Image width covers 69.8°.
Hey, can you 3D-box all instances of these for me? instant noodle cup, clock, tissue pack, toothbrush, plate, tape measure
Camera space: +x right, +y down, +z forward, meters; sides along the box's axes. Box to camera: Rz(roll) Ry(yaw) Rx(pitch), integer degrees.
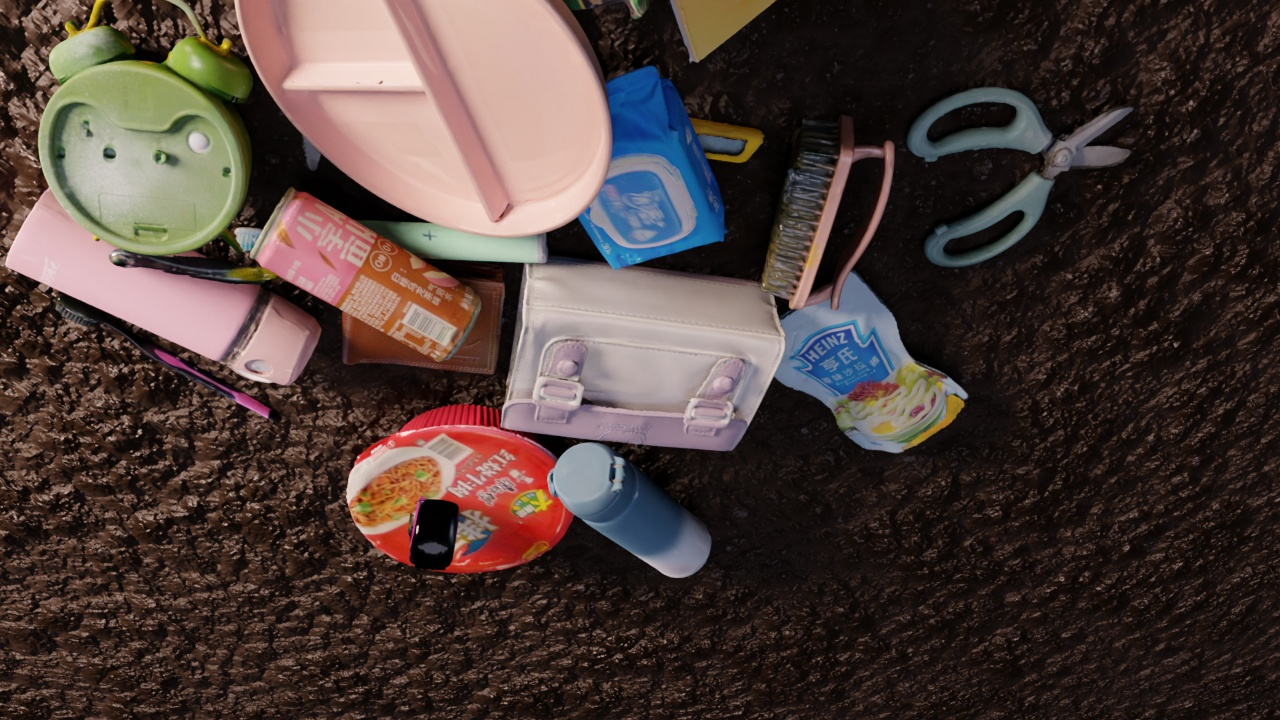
[{"bbox_3d":[-0.154,0.105,0.806,0.194,0.065,0.194,-3,132,-3],"label":"instant noodle cup"},{"bbox_3d":[-0.301,-0.145,0.569,0.116,0.056,0.161,4,114,-10],"label":"clock"},{"bbox_3d":[-0.004,-0.122,0.613,0.095,0.052,0.157,-13,144,16],"label":"tissue pack"},{"bbox_3d":[-0.179,-0.087,0.659,0.224,0.027,0.026,2,172,-1],"label":"toothbrush"},{"bbox_3d":[-0.372,0.003,0.733,0.018,0.014,0.189,-30,128,32],"label":"toothbrush"},{"bbox_3d":[-0.121,-0.160,0.528,0.229,0.028,0.230,16,147,11],"label":"plate"},{"bbox_3d":[-0.172,0.142,0.756,0.039,0.057,0.058,9,137,-12],"label":"tape measure"}]

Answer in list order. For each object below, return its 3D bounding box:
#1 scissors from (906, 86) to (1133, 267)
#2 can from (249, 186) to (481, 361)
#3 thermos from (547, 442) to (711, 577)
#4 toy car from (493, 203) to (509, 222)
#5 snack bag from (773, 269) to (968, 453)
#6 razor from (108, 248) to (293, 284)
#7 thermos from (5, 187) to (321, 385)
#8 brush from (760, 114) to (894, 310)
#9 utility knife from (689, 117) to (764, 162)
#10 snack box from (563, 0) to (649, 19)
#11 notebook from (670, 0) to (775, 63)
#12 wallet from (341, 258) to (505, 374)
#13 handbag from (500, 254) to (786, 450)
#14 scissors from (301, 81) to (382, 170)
[{"bbox_3d":[0.269,-0.128,0.676,0.173,0.019,0.179,1,130,-8],"label":"scissors"},{"bbox_3d":[-0.185,-0.057,0.629,0.147,0.057,0.058,31,122,-21],"label":"can"},{"bbox_3d":[-0.005,0.133,0.805,0.070,0.070,0.220,-23,146,14],"label":"thermos"},{"bbox_3d":[-0.102,-0.134,0.625,0.049,0.031,0.107,9,143,-11],"label":"toy car"},{"bbox_3d":[0.186,0.009,0.775,0.111,0.038,0.191,-30,127,33],"label":"snack bag"},{"bbox_3d":[-0.285,-0.064,0.633,0.142,0.043,0.022,0,92,-31],"label":"razor"},{"bbox_3d":[-0.338,-0.044,0.663,0.198,0.067,0.087,30,136,-28],"label":"thermos"},{"bbox_3d":[0.131,-0.096,0.658,0.073,0.063,0.146,11,129,2],"label":"brush"},{"bbox_3d":[0.009,-0.158,0.626,0.154,0.015,0.033,6,133,-10],"label":"utility knife"},{"bbox_3d":[-0.057,-0.246,0.492,0.106,0.118,0.117,-9,132,19],"label":"snack box"},{"bbox_3d":[0.044,-0.284,0.472,0.145,0.010,0.206,-42,131,-16],"label":"notebook"},{"bbox_3d":[-0.168,-0.033,0.709,0.124,0.032,0.101,5,132,-9],"label":"wallet"},{"bbox_3d":[-0.004,0.004,0.718,0.197,0.098,0.145,7,135,-10],"label":"handbag"},{"bbox_3d":[-0.194,-0.214,0.559,0.189,0.015,0.223,19,126,-21],"label":"scissors"}]
